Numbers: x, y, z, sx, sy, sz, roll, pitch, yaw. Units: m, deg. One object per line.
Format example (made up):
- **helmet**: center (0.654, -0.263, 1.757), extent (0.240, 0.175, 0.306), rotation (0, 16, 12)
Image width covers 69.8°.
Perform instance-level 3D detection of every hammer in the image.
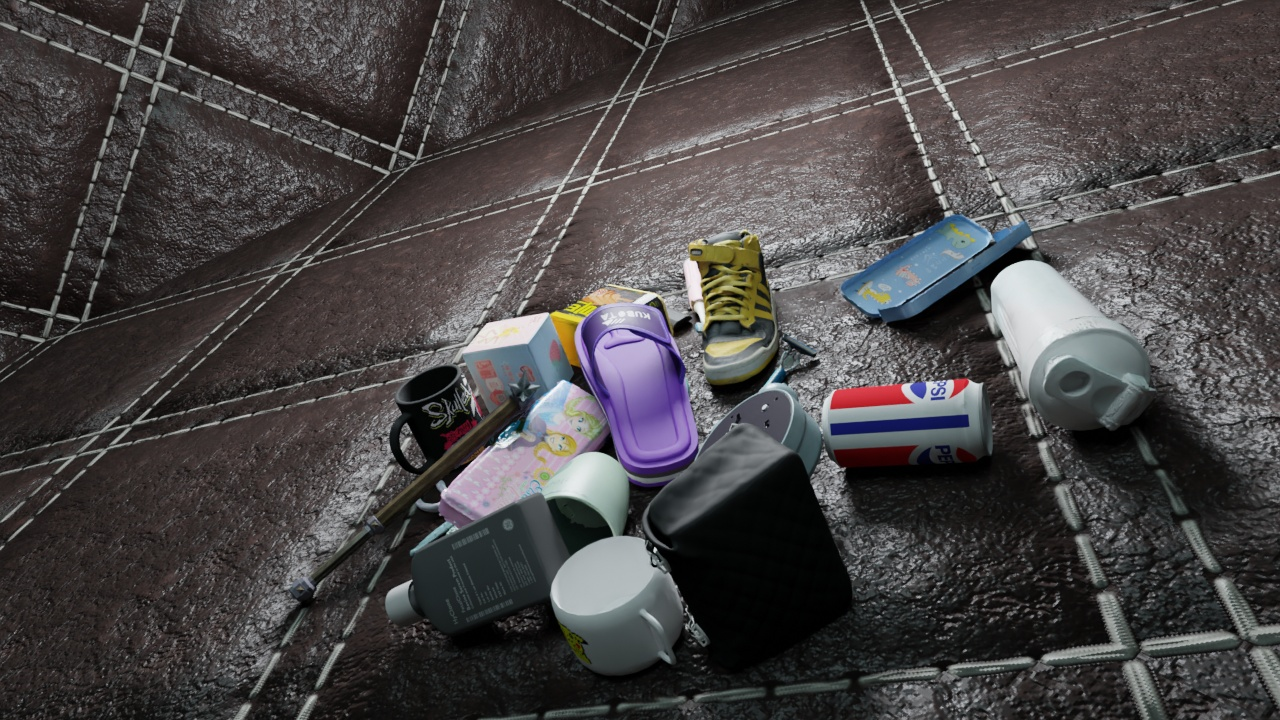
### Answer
- **hammer**: center (-0.234, 0.136, 0.960), extent (0.316, 0.028, 0.147), rotation (-42, -4, -15)

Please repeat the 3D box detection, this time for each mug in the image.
- **mug**: center (-0.237, 0.077, 1.055), extent (0.082, 0.098, 0.117), rotation (4, 36, 40)
- **mug**: center (-0.062, 0.143, 0.841), extent (0.111, 0.084, 0.103), rotation (-42, 9, 23)
- **mug**: center (-0.011, 0.194, 0.707), extent (0.094, 0.068, 0.116), rotation (-33, 29, -23)

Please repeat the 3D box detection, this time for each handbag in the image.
- **handbag**: center (0.066, 0.133, 0.677), extent (0.125, 0.154, 0.115), rotation (-33, 32, -13)

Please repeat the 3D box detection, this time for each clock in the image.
- **clock**: center (0.102, 0.079, 0.815), extent (0.123, 0.045, 0.159), rotation (-40, 20, 25)

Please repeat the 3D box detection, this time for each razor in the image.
- **razor**: center (0.139, 0.026, 0.972), extent (0.042, 0.022, 0.143), rotation (32, 52, 13)

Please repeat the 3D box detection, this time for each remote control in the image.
- **remote control**: center (0.019, -0.065, 1.232), extent (0.033, 0.015, 0.147), rotation (-31, 28, -19)

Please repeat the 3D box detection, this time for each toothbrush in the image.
- **toothbrush**: center (0.076, -0.085, 1.213), extent (0.026, 0.027, 0.222), rotation (8, 27, -6)

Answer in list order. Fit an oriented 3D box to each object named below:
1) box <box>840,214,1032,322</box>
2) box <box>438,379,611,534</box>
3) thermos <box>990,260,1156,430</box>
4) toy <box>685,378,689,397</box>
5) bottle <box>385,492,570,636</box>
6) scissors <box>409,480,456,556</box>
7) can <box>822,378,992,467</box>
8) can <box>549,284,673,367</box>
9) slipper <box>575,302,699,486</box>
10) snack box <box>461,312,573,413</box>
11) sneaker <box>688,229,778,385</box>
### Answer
- **box**: center (0.341, -0.106, 1.056), extent (0.209, 0.043, 0.125), rotation (-31, 27, -20)
- **box**: center (-0.111, 0.114, 0.939), extent (0.084, 0.071, 0.229), rotation (31, 38, 10)
- **thermos**: center (0.373, -0.019, 0.812), extent (0.099, 0.099, 0.220), rotation (-14, 23, 14)
- **toy**: center (0.012, 0.041, 1.021), extent (0.105, 0.033, 0.084), rotation (11, 46, 41)
- **bottle**: center (-0.145, 0.185, 0.785), extent (0.174, 0.083, 0.046), rotation (-27, -7, 23)
- **scissors**: center (-0.186, 0.149, 0.982), extent (0.170, 0.013, 0.177), rotation (-40, 34, -28)
- **can**: center (0.230, 0.055, 0.793), extent (0.132, 0.070, 0.070), rotation (-6, 30, 27)
- **can**: center (-0.038, -0.041, 1.167), extent (0.100, 0.072, 0.131), rotation (-33, 29, -28)
- **slipper**: center (-0.006, 0.006, 0.962), extent (0.107, 0.084, 0.266), rotation (-13, 41, -5)
- **snack box**: center (-0.150, 0.004, 1.135), extent (0.095, 0.093, 0.079), rotation (-8, 29, 24)
- **sneaker**: center (0.105, -0.075, 1.071), extent (0.086, 0.122, 0.238), rotation (-14, 26, 17)
